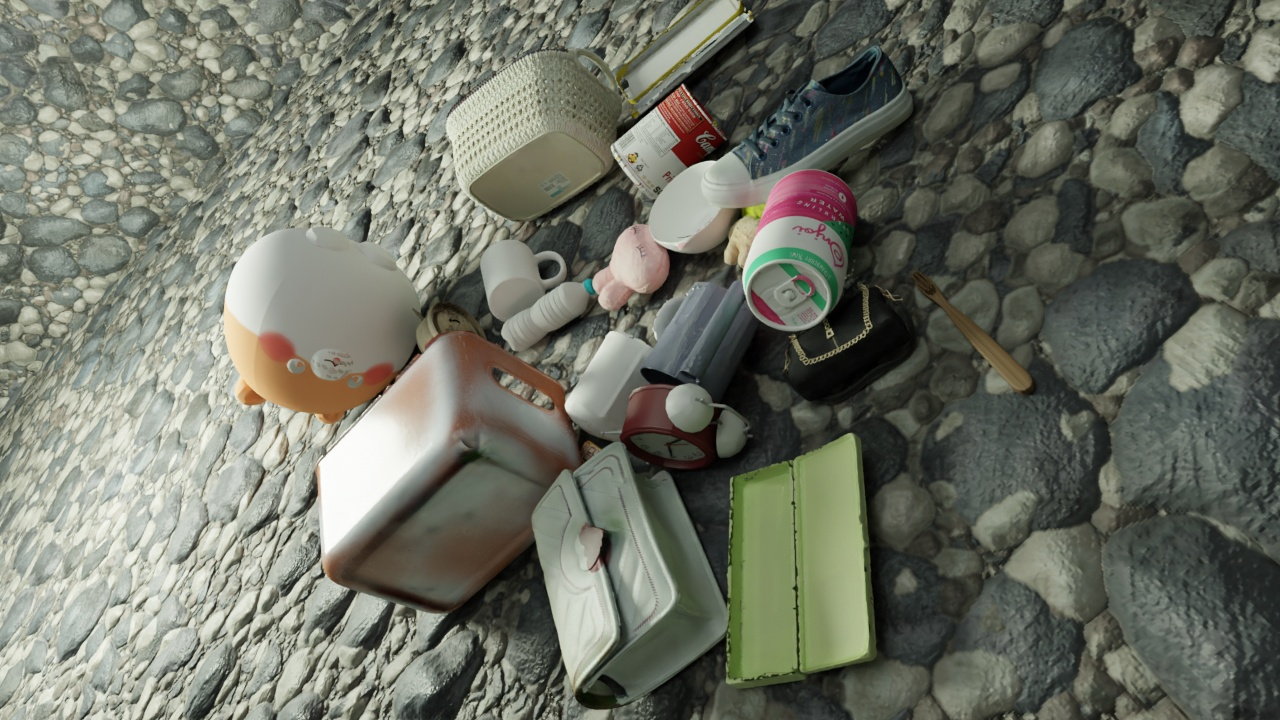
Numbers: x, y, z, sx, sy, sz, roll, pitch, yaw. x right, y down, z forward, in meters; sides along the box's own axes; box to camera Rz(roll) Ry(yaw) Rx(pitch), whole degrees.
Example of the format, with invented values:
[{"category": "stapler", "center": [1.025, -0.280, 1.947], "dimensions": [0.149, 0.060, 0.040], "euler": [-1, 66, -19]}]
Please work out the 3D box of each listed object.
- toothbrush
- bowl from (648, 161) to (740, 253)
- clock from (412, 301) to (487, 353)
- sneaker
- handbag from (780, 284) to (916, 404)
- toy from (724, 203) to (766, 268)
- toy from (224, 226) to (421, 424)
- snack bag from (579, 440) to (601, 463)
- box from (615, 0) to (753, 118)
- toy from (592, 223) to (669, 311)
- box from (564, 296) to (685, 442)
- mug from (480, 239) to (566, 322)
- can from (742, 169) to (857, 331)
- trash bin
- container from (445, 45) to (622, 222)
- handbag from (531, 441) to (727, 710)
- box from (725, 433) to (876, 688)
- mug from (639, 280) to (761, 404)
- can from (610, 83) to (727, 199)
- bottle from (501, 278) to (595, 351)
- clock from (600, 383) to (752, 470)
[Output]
[{"category": "toothbrush", "center": [0.271, -0.027, 0.758], "dimensions": [0.016, 0.016, 0.166], "euler": [-42, 40, 13]}, {"category": "bowl", "center": [0.069, -0.165, 1.040], "dimensions": [0.115, 0.050, 0.114], "euler": [-26, 44, 28]}, {"category": "clock", "center": [-0.247, -0.011, 1.212], "dimensions": [0.055, 0.092, 0.140], "euler": [-38, 65, 26]}, {"category": "sneaker", "center": [0.164, -0.237, 0.935], "dimensions": [0.235, 0.079, 0.087], "euler": [-28, 36, 2]}, {"category": "handbag", "center": [0.180, -0.017, 0.819], "dimensions": [0.129, 0.054, 0.079], "euler": [-36, 29, 22]}, {"category": "toy", "center": [0.133, -0.146, 0.969], "dimensions": [0.092, 0.043, 0.117], "euler": [29, 84, 50]}, {"category": "toy", "center": [-0.453, -0.047, 1.300], "dimensions": [0.281, 0.262, 0.266], "euler": [-64, 34, 12]}, {"category": "snack bag", "center": [-0.036, 0.109, 0.949], "dimensions": [0.026, 0.020, 0.099], "euler": [-53, 38, -6]}, {"category": "box", "center": [0.060, -0.424, 1.269], "dimensions": [0.210, 0.045, 0.128], "euler": [-35, 41, 17]}, {"category": "toy", "center": [-0.012, -0.106, 1.074], "dimensions": [0.105, 0.053, 0.108], "euler": [-45, 38, 17]}, {"category": "box", "center": [-0.004, 0.006, 0.959], "dimensions": [0.095, 0.084, 0.165], "euler": [5, 62, 57]}, {"category": "mug", "center": [-0.151, -0.110, 1.208], "dimensions": [0.110, 0.074, 0.090], "euler": [-19, 42, -2]}, {"category": "can", "center": [0.149, -0.104, 0.848], "dimensions": [0.088, 0.088, 0.165], "euler": [-21, 28, 32]}, {"category": "trash bin", "center": [-0.198, 0.125, 0.956], "dimensions": [0.260, 0.181, 0.157], "euler": [-43, 40, 18]}, {"category": "container", "center": [-0.146, -0.305, 1.274], "dimensions": [0.252, 0.184, 0.143], "euler": [-25, 57, 31]}, {"category": "handbag", "center": [-0.024, 0.185, 0.814], "dimensions": [0.142, 0.096, 0.198], "euler": [-41, 41, 14]}, {"category": "box", "center": [0.127, 0.160, 0.736], "dimensions": [0.139, 0.030, 0.186], "euler": [-28, 43, 35]}, {"category": "mug", "center": [0.063, -0.018, 0.882], "dimensions": [0.103, 0.084, 0.124], "euler": [-59, -2, -14]}, {"category": "can", "center": [0.034, -0.268, 1.128], "dimensions": [0.116, 0.086, 0.086], "euler": [-38, 40, 15]}, {"category": "bottle", "center": [-0.111, -0.060, 1.138], "dimensions": [0.136, 0.044, 0.044], "euler": [-31, 42, 24]}, {"category": "clock", "center": [0.038, 0.062, 0.853], "dimensions": [0.138, 0.096, 0.048], "euler": [-12, 52, 42]}]
